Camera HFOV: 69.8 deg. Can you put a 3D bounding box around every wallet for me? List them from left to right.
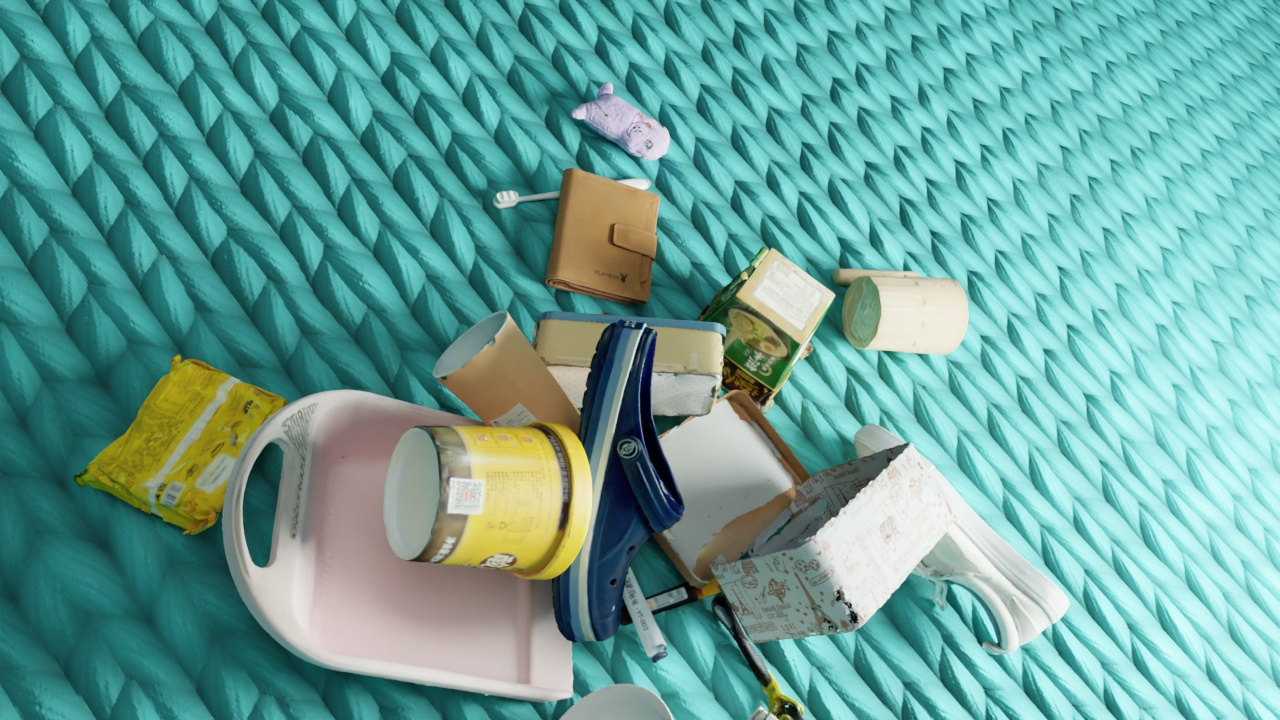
[{"bbox_3d":[-0.036,-0.124,0.931,0.107,0.031,0.131,14,66,-15],"label":"wallet"},{"bbox_3d":[0.092,0.353,0.714,0.106,0.037,0.129,39,68,5],"label":"wallet"}]

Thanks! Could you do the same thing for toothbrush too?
[{"bbox_3d":[-0.068,-0.178,0.963,0.179,0.016,0.016,-12,74,-25],"label":"toothbrush"}]

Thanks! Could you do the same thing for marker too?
[{"bbox_3d":[-0.012,0.190,0.770,0.022,0.018,0.130,-26,62,-1],"label":"marker"},{"bbox_3d":[0.034,0.203,0.792,0.123,0.015,0.018,-14,66,-23],"label":"marker"}]

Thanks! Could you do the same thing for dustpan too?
[{"bbox_3d":[-0.158,0.134,0.685,0.273,0.139,0.222,3,61,-18],"label":"dustpan"}]

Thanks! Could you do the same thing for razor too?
[{"bbox_3d":[0.100,0.264,0.778,0.043,0.022,0.142,-36,70,13],"label":"razor"}]

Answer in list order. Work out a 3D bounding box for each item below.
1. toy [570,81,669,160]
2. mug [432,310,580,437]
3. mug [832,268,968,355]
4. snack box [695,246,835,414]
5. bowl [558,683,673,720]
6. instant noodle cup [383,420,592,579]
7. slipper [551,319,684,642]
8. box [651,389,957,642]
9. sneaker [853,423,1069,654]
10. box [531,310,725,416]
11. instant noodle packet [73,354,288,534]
[{"bbox_3d":[-0.015,-0.261,1.015,0.108,0.039,0.083,32,50,1],"label":"toy"},{"bbox_3d":[-0.101,0.030,0.753,0.123,0.078,0.078,51,54,-21],"label":"mug"},{"bbox_3d":[0.276,-0.062,0.993,0.103,0.084,0.124,2,38,-18],"label":"mug"},{"bbox_3d":[0.124,-0.036,0.900,0.117,0.106,0.118,37,57,2],"label":"snack box"},{"bbox_3d":[-0.012,0.309,0.677,0.065,0.118,0.118,55,49,-33],"label":"bowl"},{"bbox_3d":[-0.114,0.098,0.663,0.114,0.119,0.118,10,57,-38],"label":"instant noodle cup"},{"bbox_3d":[-0.009,0.096,0.724,0.095,0.105,0.253,9,92,9],"label":"slipper"},{"bbox_3d":[0.127,0.111,0.777,0.179,0.157,0.226,-28,73,-37],"label":"box"},{"bbox_3d":[0.275,0.168,0.863,0.090,0.089,0.242,-41,68,-2],"label":"sneaker"},{"bbox_3d":[-0.005,0.005,0.821,0.184,0.090,0.059,3,60,-4],"label":"box"},{"bbox_3d":[-0.348,0.066,0.710,0.111,0.044,0.128,23,53,1],"label":"instant noodle packet"}]
